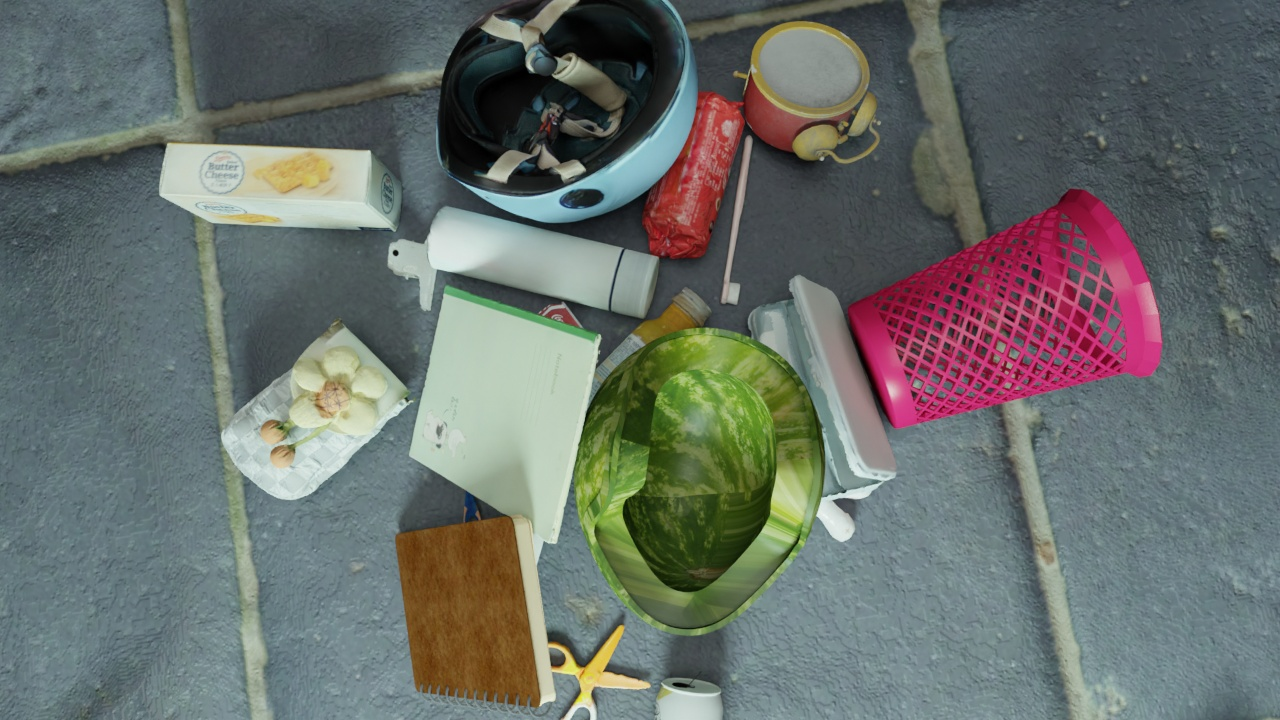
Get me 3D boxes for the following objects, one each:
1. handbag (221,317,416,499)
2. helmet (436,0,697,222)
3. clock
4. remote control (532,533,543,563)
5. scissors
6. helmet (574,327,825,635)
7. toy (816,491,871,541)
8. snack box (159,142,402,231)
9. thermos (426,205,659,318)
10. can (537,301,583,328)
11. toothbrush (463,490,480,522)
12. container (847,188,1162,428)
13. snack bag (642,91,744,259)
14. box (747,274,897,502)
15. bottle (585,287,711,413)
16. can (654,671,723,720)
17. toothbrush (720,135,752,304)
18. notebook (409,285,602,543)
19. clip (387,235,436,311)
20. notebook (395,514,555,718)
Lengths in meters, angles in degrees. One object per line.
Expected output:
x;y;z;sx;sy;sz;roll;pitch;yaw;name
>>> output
-0.322;0.058;0.896;0.171;0.123;0.112;-43;98;-2;handbag
-0.057;-0.241;0.884;0.266;0.166;0.225;-8;73;27;helmet
0.173;-0.258;0.928;0.117;0.081;0.159;-34;73;-19;clock
-0.137;0.229;0.914;0.049;0.024;0.143;17;83;-5;remote control
-0.053;0.320;0.907;0.125;0.011;0.129;6;85;5;scissors
0.048;0.102;0.814;0.213;0.248;0.242;6;40;-3;helmet
0.162;0.127;0.907;0.125;0.037;0.076;21;87;4;toy
-0.360;-0.175;0.933;0.208;0.104;0.057;3;83;3;snack box
-0.097;-0.100;0.932;0.230;0.068;0.068;13;84;5;thermos
-0.104;-0.014;0.928;0.096;0.054;0.054;-37;83;-2;can
-0.171;0.157;0.929;0.021;0.017;0.135;-8;83;-4;toothbrush
0.324;-0.033;0.861;0.226;0.183;0.183;-21;83;7;container
0.052;-0.188;0.927;0.082;0.082;0.176;15;83;4;snack bag
0.185;0.017;0.868;0.107;0.110;0.216;-12;74;-14;box
-0.005;0.005;0.921;0.053;0.053;0.186;44;87;7;bottle
0.043;0.360;0.871;0.064;0.064;0.127;6;84;3;can
0.104;-0.147;0.954;0.018;0.016;0.181;8;84;-3;toothbrush
-0.134;0.038;0.846;0.253;0.010;0.182;19;98;47;notebook
-0.238;-0.106;0.958;0.054;0.038;0.101;8;83;-9;clip
-0.157;0.233;0.841;0.024;0.226;0.167;-4;80;-41;notebook
